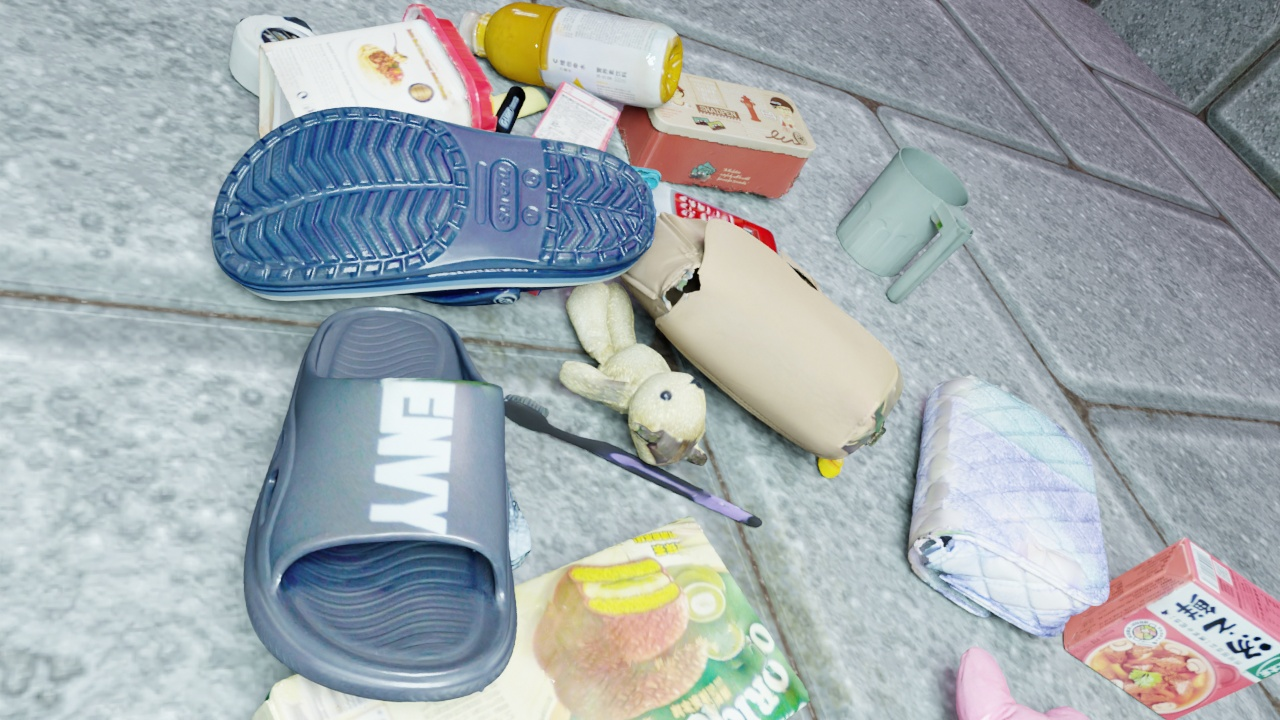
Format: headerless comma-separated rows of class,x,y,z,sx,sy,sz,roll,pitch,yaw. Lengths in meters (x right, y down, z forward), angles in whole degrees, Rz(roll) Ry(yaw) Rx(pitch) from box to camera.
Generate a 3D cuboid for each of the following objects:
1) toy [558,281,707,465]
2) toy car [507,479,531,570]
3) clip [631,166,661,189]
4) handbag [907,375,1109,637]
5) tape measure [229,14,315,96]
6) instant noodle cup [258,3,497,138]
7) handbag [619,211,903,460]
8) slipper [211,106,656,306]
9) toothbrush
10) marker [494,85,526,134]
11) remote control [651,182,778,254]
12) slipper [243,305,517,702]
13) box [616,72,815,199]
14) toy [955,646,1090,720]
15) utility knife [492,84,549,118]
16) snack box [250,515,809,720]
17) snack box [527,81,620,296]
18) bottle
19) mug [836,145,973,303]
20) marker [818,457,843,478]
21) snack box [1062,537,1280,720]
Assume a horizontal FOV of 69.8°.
toy,-0.004,0.003,0.595,0.105,0.066,0.157,23,26,-41
toy car,-0.092,0.066,0.493,0.048,0.031,0.105,-1,52,-38
clip,-0.010,-0.154,0.769,0.055,0.013,0.038,7,40,7
handbag,0.271,0.107,0.693,0.134,0.076,0.193,32,38,0
tape measure,-0.252,-0.210,0.643,0.065,0.034,0.065,-19,62,-48
instant noodle cup,-0.173,-0.156,0.595,0.124,0.117,0.116,-16,61,-31
handbag,0.083,-0.022,0.619,0.204,0.100,0.147,37,7,-14
slipper,-0.118,-0.085,0.553,0.252,0.095,0.105,-4,76,-16
toothbrush,-0.003,0.064,0.576,0.189,0.014,0.016,27,28,-13
marker,-0.111,-0.181,0.722,0.018,0.015,0.123,34,45,-21
remote control,0.060,-0.114,0.793,0.136,0.020,0.055,20,43,-21
slipper,-0.116,0.030,0.421,0.110,0.083,0.267,3,32,-18
box,0.066,-0.204,0.851,0.168,0.079,0.091,3,51,-27
toy,0.243,0.260,0.522,0.194,0.075,0.178,49,38,9
utility knife,-0.123,-0.205,0.748,0.031,0.018,0.151,44,37,11
snack box,-0.039,0.161,0.414,0.239,0.063,0.114,-13,61,-44
snack box,-0.066,-0.136,0.691,0.058,0.057,0.207,26,41,-10
bottle,-0.061,-0.260,0.769,0.190,0.068,0.067,15,37,14
mug,0.259,-0.130,0.891,0.083,0.104,0.123,13,46,-28
marker,0.151,0.044,0.709,0.018,0.015,0.123,35,37,-11
snack box,0.396,0.202,0.660,0.127,0.113,0.044,33,38,-5
